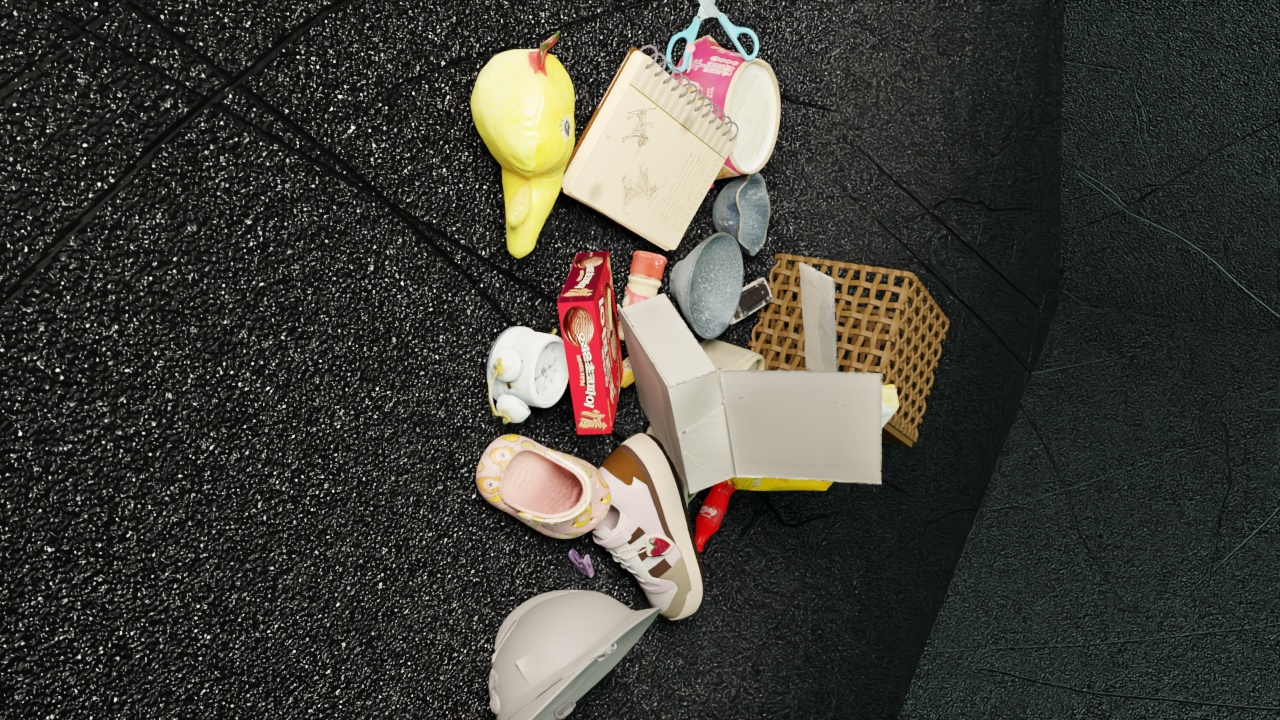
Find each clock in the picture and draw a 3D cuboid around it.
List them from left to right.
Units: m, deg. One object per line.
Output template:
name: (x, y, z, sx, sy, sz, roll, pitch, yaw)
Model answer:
clock: (-0.120, 0.014, 0.929, 0.117, 0.057, 0.083, -43, 135, -50)

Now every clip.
clip: (-0.069, 0.250, 1.124, 0.013, 0.032, 0.051, -56, 144, -30)

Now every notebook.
notebook: (0.018, -0.220, 0.988, 0.167, 0.024, 0.225, -59, 149, 8)

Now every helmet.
helmet: (-0.104, 0.324, 1.025, 0.270, 0.117, 0.184, -29, 155, -42)

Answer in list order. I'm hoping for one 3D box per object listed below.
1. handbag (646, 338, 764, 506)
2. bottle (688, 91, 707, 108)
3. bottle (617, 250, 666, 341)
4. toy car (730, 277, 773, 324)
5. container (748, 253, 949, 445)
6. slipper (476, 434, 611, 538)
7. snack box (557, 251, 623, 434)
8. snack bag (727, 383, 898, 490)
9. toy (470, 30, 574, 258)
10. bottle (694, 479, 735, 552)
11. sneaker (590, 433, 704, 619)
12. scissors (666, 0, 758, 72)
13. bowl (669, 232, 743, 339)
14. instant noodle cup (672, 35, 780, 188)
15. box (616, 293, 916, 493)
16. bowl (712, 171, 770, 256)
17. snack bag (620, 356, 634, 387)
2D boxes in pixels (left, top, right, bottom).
handbag: (0.105, 0.101, 1.248, 0.228, 0.132, 0.184, -45, 143, -36)
bottle: (0.038, -0.258, 1.067, 0.063, 0.063, 0.109, -19, 129, -52)
bottle: (0.000, -0.074, 1.093, 0.044, 0.044, 0.109, 13, 92, -57)
toy car: (0.148, -0.085, 1.317, 0.112, 0.039, 0.039, -31, 100, -49)
container: (0.323, -0.012, 1.437, 0.251, 0.220, 0.214, 27, 79, -56)
slipper: (-0.091, 0.145, 0.990, 0.197, 0.082, 0.093, 33, 78, -47)
snack box: (-0.050, -0.021, 0.985, 0.132, 0.036, 0.152, -80, 166, -61)
snack bag: (0.226, 0.102, 1.261, 0.159, 0.068, 0.248, 2, 142, -21)
toy: (-0.105, -0.198, 0.850, 0.133, 0.092, 0.208, -87, 177, -58)
bottle: (0.106, 0.229, 1.367, 0.118, 0.036, 0.036, -64, 145, -18)
sneaker: (-0.001, 0.239, 1.169, 0.116, 0.112, 0.294, -27, 128, -23)
scissors: (0.089, -0.392, 1.073, 0.015, 0.129, 0.135, -104, -145, -79)
bowl: (0.075, -0.100, 1.183, 0.136, 0.057, 0.137, -25, 121, -50)
instant noodle cup: (0.112, -0.305, 1.145, 0.178, 0.078, 0.179, -26, 122, -50)
box: (0.124, 0.041, 0.994, 0.164, 0.331, 0.167, -64, 151, -42)
bowl: (0.131, -0.197, 1.228, 0.110, 0.055, 0.110, -16, 108, -59)
snack bag: (-0.007, 0.007, 1.128, 0.099, 0.026, 0.020, -38, 131, -42)
